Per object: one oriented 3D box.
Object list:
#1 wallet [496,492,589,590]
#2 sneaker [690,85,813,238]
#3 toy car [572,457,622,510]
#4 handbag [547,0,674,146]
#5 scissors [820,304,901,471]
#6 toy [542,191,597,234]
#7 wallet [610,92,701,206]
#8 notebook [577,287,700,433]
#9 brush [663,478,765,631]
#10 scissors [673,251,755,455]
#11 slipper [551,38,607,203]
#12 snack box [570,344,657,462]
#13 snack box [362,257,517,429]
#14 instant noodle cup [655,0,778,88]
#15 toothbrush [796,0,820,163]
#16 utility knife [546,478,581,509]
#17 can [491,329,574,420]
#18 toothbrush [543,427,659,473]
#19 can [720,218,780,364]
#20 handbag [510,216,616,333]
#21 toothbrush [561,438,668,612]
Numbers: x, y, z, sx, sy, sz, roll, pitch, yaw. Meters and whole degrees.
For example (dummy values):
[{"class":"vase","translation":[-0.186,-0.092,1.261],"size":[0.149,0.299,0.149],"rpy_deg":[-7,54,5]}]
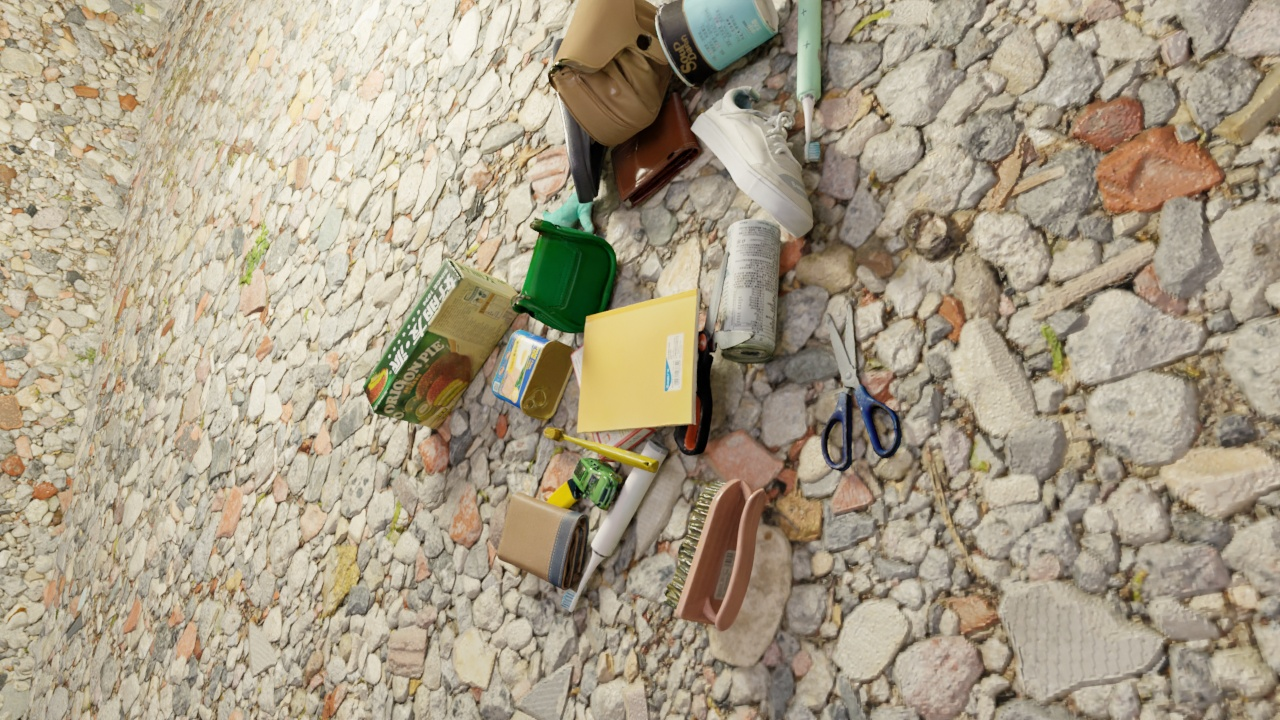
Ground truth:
[{"class":"wallet","translation":[-0.117,0.212,1.090],"size":[0.115,0.033,0.090],"rpy_deg":[11,88,37]},{"class":"sneaker","translation":[0.140,-0.223,0.995],"size":[0.091,0.089,0.242],"rpy_deg":[-45,42,17]},{"class":"toy car","translation":[-0.051,0.139,1.056],"size":[0.043,0.036,0.091],"rpy_deg":[-64,24,1]},{"class":"handbag","translation":[-0.026,-0.378,1.146],"size":[0.100,0.147,0.204],"rpy_deg":[-23,44,49]},{"class":"scissors","translation":[0.210,0.023,0.879],"size":[0.140,0.012,0.171],"rpy_deg":[15,84,48]},{"class":"toy","translation":[-0.092,-0.194,1.243],"size":[0.092,0.030,0.096],"rpy_deg":[-43,55,27]},{"class":"wallet","translation":[0.016,-0.268,1.166],"size":[0.125,0.032,0.101],"rpy_deg":[-36,50,28]},{"class":"notebook","translation":[-0.006,0.006,1.025],"size":[0.207,0.010,0.145],"rpy_deg":[-11,72,51]},{"class":"brush","translation":[0.080,0.188,0.904],"size":[0.073,0.063,0.145],"rpy_deg":[12,81,50]},{"class":"scissors","translation":[0.060,-0.006,0.974],"size":[0.235,0.021,0.221],"rpy_deg":[-161,73,-67]},{"class":"slipper","translation":[-0.065,-0.324,1.231],"size":[0.083,0.111,0.267],"rpy_deg":[-10,58,2]},{"class":"snack box","translation":[-0.034,0.036,1.097],"size":[0.077,0.027,0.155],"rpy_deg":[-38,51,28]},{"class":"snack box","translation":[-0.279,-0.019,1.293],"size":[0.240,0.114,0.063],"rpy_deg":[-53,46,16]},{"class":"instant noodle cup","translation":[0.097,-0.400,1.095],"size":[0.121,0.111,0.111],"rpy_deg":[-18,62,28]},{"class":"toothbrush","translation":[0.188,-0.320,1.022],"size":[0.027,0.026,0.224],"rpy_deg":[-3,71,20]},{"class":"utility knife","translation":[-0.119,0.196,1.127],"size":[0.154,0.015,0.033],"rpy_deg":[-46,43,22]},{"class":"can","translation":[-0.140,0.016,1.188],"size":[0.083,0.057,0.102],"rpy_deg":[21,89,49]},{"class":"toothbrush","translation":[-0.050,0.101,1.056],"size":[0.190,0.016,0.015],"rpy_deg":[12,84,46]},{"class":"can","translation":[0.117,-0.074,0.972],"size":[0.058,0.058,0.146],"rpy_deg":[-10,68,41]},{"class":"handbag","translation":[-0.098,-0.103,1.148],"size":[0.068,0.120,0.131],"rpy_deg":[8,82,51]},{"class":"toothbrush","translation":[-0.031,0.190,1.036],"size":[0.026,0.026,0.221],"rpy_deg":[30,97,8]}]
